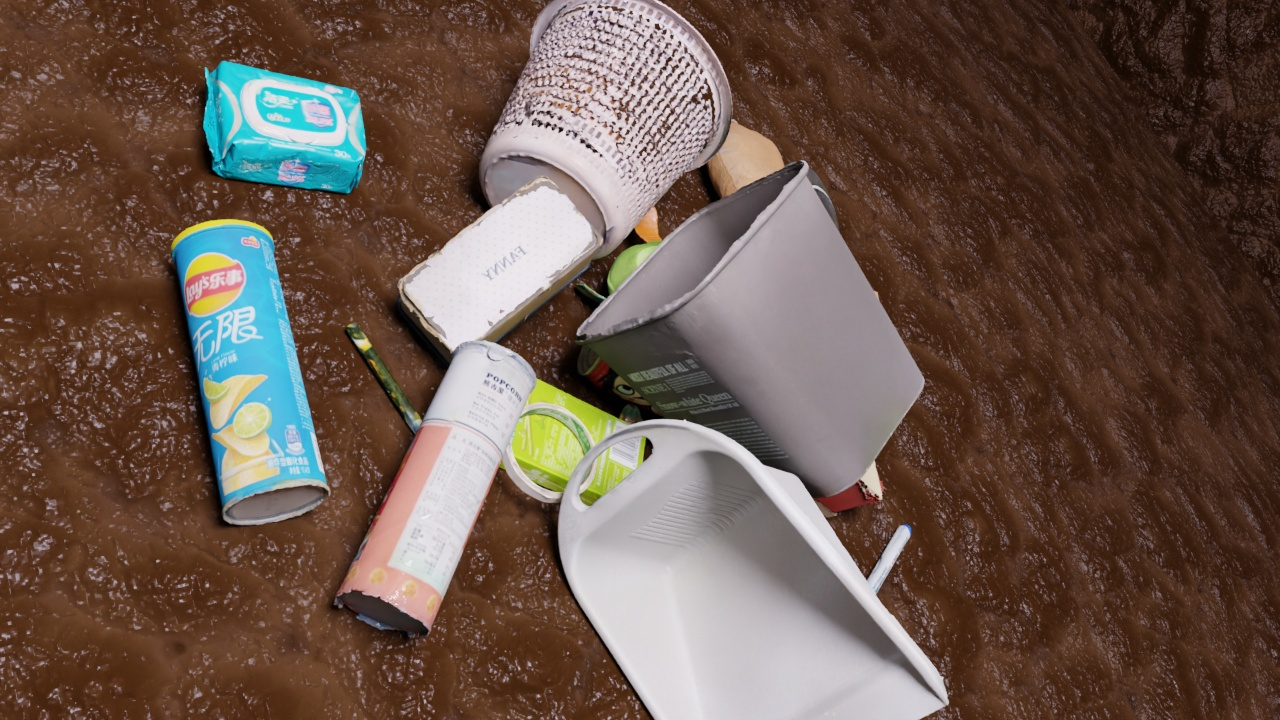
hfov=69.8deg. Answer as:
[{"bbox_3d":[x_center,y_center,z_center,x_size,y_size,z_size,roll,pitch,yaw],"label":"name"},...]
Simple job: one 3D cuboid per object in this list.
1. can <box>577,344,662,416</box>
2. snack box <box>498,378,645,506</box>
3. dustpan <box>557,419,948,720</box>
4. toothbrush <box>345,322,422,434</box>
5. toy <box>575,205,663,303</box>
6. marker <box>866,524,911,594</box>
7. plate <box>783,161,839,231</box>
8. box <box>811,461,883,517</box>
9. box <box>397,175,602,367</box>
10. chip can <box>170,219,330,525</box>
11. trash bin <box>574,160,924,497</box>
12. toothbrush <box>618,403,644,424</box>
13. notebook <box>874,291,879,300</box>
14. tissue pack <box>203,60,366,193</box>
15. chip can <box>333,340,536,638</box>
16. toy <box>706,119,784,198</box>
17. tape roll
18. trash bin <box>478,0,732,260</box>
[{"bbox_3d":[-0.005,0.005,0.866,0.093,0.067,0.066,27,48,-21],"label":"can"},{"bbox_3d":[-0.070,0.070,0.800,0.156,0.026,0.085,27,48,-21],"label":"snack box"},{"bbox_3d":[0.049,0.179,0.687,0.142,0.223,0.257,18,40,-43],"label":"dustpan"},{"bbox_3d":[-0.186,0.048,0.736,0.017,0.012,0.186,-30,82,-35],"label":"toothbrush"},{"bbox_3d":[0.057,-0.075,0.955,0.246,0.090,0.227,-8,57,-45],"label":"toy"},{"bbox_3d":[0.253,0.216,0.956,0.017,0.017,0.145,50,44,1],"label":"marker"},{"bbox_3d":[0.206,-0.150,1.094,0.179,0.024,0.179,15,71,-53],"label":"plate"},{"bbox_3d":[0.204,0.068,0.957,0.091,0.080,0.168,38,39,-49],"label":"box"},{"bbox_3d":[-0.125,-0.071,0.785,0.184,0.061,0.090,-39,88,-15],"label":"box"},{"bbox_3d":[-0.278,0.006,0.650,0.071,0.071,0.210,-3,64,-39],"label":"chip can"},{"bbox_3d":[0.100,-0.011,0.781,0.220,0.199,0.198,50,62,-14],"label":"trash bin"},{"bbox_3d":[0.064,0.089,0.889,0.189,0.020,0.029,24,85,-19],"label":"toothbrush"},{"bbox_3d":[0.233,-0.039,1.123,0.211,0.012,0.149,11,57,-33],"label":"notebook"},{"bbox_3d":[-0.305,-0.199,0.785,0.133,0.050,0.093,0,62,-37],"label":"tissue pack"},{"bbox_3d":[-0.145,0.090,0.675,0.071,0.071,0.214,31,54,-17],"label":"chip can"},{"bbox_3d":[0.133,-0.239,1.139,0.143,0.083,0.225,30,41,-47],"label":"toy"},{"bbox_3d":[-0.076,0.076,0.761,0.085,0.014,0.085,19,52,-27],"label":"tape roll"},{"bbox_3d":[-0.049,-0.213,0.896,0.227,0.228,0.191,36,59,-12],"label":"trash bin"}]
